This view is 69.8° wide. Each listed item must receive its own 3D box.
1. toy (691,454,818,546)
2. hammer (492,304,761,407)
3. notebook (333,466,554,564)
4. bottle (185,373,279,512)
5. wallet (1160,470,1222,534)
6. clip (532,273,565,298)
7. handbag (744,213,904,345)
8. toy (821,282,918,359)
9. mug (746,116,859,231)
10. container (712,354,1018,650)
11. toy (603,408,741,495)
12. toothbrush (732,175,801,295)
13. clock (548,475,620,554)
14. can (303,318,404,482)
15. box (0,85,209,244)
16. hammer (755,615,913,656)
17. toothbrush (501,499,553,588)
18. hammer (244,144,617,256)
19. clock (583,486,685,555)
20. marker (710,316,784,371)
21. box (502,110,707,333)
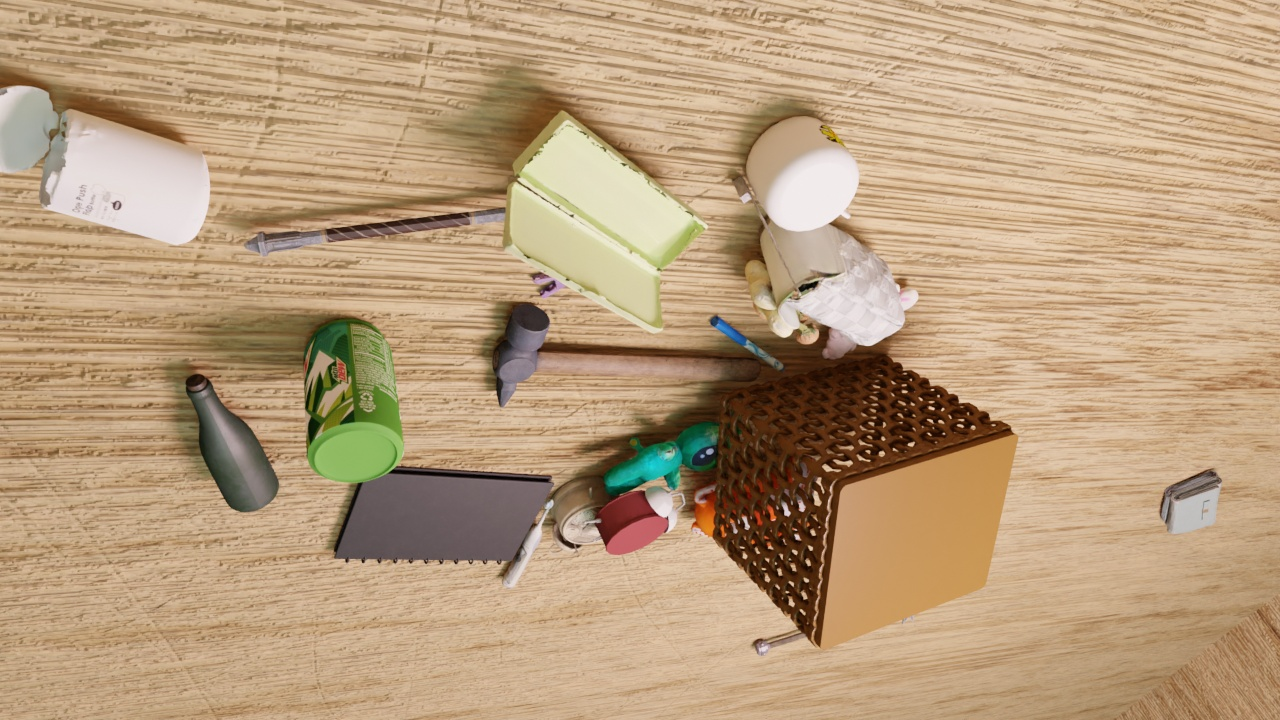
[{"bbox_3d":[0.156,0.195,1.239,0.172,0.092,0.164,-12,137,-8],"label":"toy"},{"bbox_3d":[-0.006,0.006,1.018,0.321,0.040,0.130,2,137,-26],"label":"hammer"},{"bbox_3d":[-0.242,0.196,1.129,0.231,0.019,0.170,8,130,-29],"label":"notebook"},{"bbox_3d":[-0.411,0.079,0.910,0.055,0.055,0.174,-12,136,-11],"label":"bottle"},{"bbox_3d":[1.030,0.266,1.713,0.100,0.054,0.132,-27,133,4],"label":"wallet"},{"bbox_3d":[-0.083,-0.077,0.914,0.050,0.014,0.046,-3,135,-17],"label":"clip"},{"bbox_3d":[0.190,-0.071,0.963,0.171,0.112,0.124,20,133,-37],"label":"handbag"},{"bbox_3d":[0.260,-0.047,1.069,0.075,0.037,0.126,18,128,-40],"label":"toy"},{"bbox_3d":[0.160,-0.171,0.873,0.115,0.068,0.094,25,121,-40],"label":"mug"},{"bbox_3d":[0.251,0.154,1.071,0.251,0.214,0.220,-12,118,-25],"label":"container"},{"bbox_3d":[0.043,0.112,1.126,0.193,0.072,0.131,-21,157,-7],"label":"toy"},{"bbox_3d":[0.112,-0.114,0.829,0.010,0.181,0.010,-33,132,17],"label":"toothbrush"},{"bbox_3d":[-0.076,0.210,1.186,0.092,0.054,0.141,17,123,-36],"label":"clock"},{"bbox_3d":[-0.269,0.035,0.854,0.083,0.144,0.083,-11,137,-11],"label":"can"},{"bbox_3d":[-0.402,-0.143,0.666,0.159,0.091,0.081,14,131,-43],"label":"box"},{"bbox_3d":[0.358,0.477,1.668,0.316,0.028,0.147,-15,139,-8],"label":"hammer"},{"bbox_3d":[-0.146,0.242,1.215,0.024,0.022,0.186,-11,142,-40],"label":"toothbrush"},{"bbox_3d":[-0.175,-0.121,0.803,0.321,0.044,0.099,-9,137,-13],"label":"hammer"},{"bbox_3d":[-0.002,0.196,1.135,0.124,0.044,0.087,-25,148,-6],"label":"clock"},{"bbox_3d":[0.128,-0.017,1.064,0.013,0.013,0.141,-40,135,20],"label":"marker"},{"bbox_3d":[-0.033,-0.114,0.792,0.188,0.061,0.133,26,82,-41],"label":"box"}]
